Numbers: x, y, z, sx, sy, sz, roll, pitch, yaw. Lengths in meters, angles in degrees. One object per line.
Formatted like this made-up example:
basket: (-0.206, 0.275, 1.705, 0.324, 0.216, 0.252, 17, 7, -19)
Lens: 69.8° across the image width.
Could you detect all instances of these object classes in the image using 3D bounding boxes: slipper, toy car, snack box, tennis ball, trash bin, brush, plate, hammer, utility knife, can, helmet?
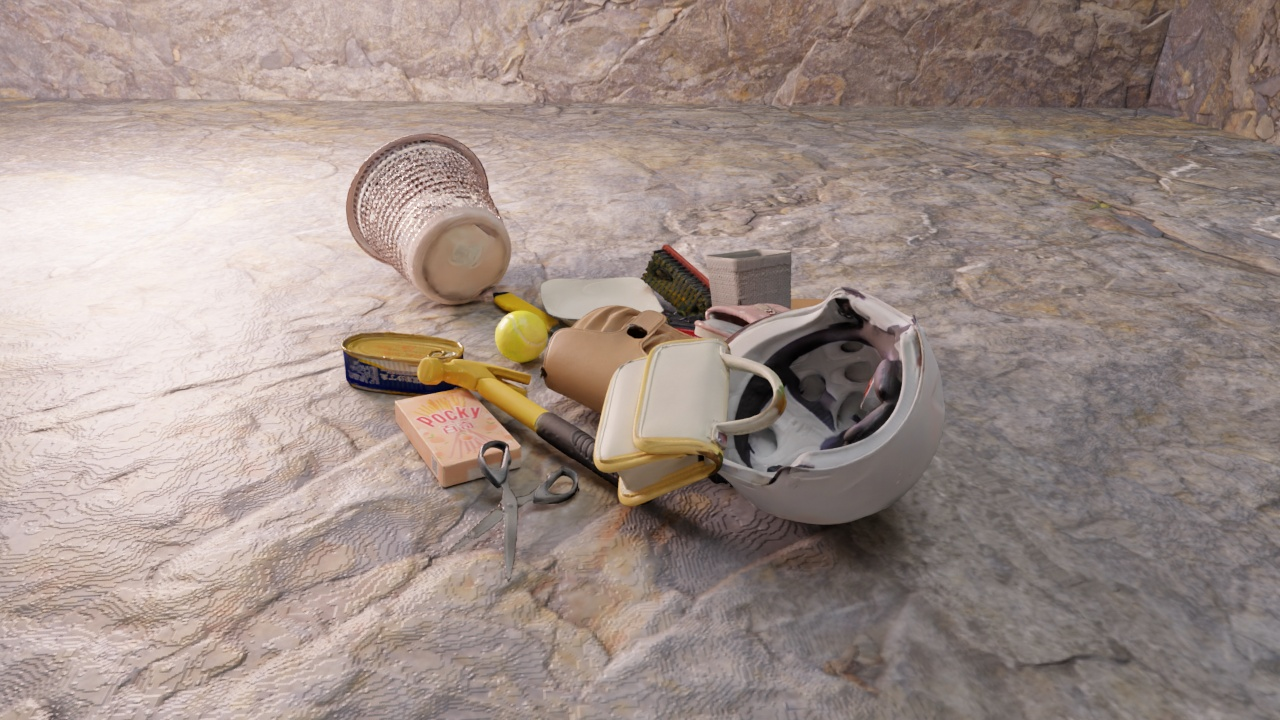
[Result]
slipper: (0.171, -0.033, 1.072, 0.273, 0.054, 0.114, 5, 14, -43)
toy car: (0.068, -0.037, 1.200, 0.121, 0.045, 0.052, 7, 20, 35)
snack box: (-0.195, 0.077, 0.969, 0.084, 0.026, 0.157, -12, 29, -29)
tennis ball: (-0.150, -0.030, 1.154, 0.065, 0.065, 0.065, 1, 25, -1)
trash bin: (-0.294, -0.192, 1.351, 0.227, 0.228, 0.192, -13, 41, -29)
brush: (0.073, -0.102, 1.303, 0.069, 0.063, 0.146, -10, 44, -46)
plate: (-0.058, -0.076, 1.297, 0.163, 0.034, 0.164, -2, 25, -10)
hammer: (-0.099, 0.066, 0.959, 0.301, 0.033, 0.128, 28, 14, 35)
utility knife: (-0.152, -0.062, 1.281, 0.033, 0.015, 0.192, -20, 33, -33)
can: (-0.281, 0.004, 1.092, 0.148, 0.049, 0.074, 5, 26, 8)
helmet: (0.174, 0.058, 0.864, 0.228, 0.146, 0.259, -49, 27, -17)

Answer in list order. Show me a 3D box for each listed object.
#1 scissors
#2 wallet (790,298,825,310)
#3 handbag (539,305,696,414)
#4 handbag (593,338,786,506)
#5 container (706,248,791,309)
scissors: (-0.118, 0.132, 0.848, 0.159, 0.014, 0.178, -2, 39, -33)
wallet: (0.242, -0.065, 1.298, 0.115, 0.033, 0.090, 3, 22, 4)
handbag: (-0.006, 0.006, 1.034, 0.205, 0.100, 0.147, 25, 43, 33)
handbag: (0.047, 0.038, 0.837, 0.179, 0.063, 0.163, -22, 32, 25)
container: (0.147, -0.086, 1.222, 0.090, 0.114, 0.090, -10, 13, -23)
